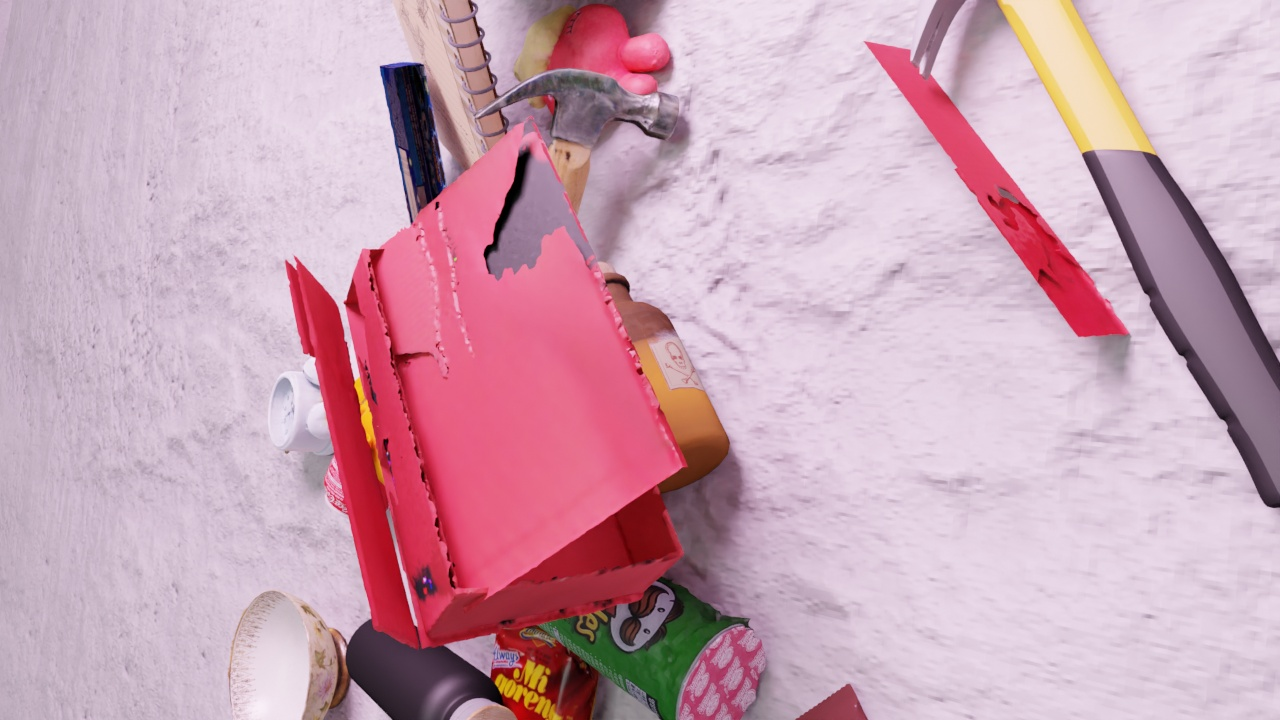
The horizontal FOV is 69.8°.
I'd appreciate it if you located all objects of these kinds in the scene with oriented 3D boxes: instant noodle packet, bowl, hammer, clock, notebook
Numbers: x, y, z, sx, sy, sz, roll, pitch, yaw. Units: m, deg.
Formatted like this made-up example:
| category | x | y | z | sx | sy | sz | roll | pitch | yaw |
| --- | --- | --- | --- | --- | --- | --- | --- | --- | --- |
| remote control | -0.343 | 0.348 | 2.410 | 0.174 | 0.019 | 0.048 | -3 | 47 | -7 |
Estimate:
| category | x | y | z | sx | sy | sz | roll | pitch | yaw |
| --- | --- | --- | --- | --- | --- | --- | --- | --- | --- |
| instant noodle packet | -0.072 | 0.247 | 0.630 | 0.099 | 0.039 | 0.135 | 5 | 86 | 50 |
| bowl | -0.304 | 0.277 | 0.816 | 0.145 | 0.063 | 0.145 | -10 | 75 | 42 |
| hammer | -0.079 | -0.040 | 0.656 | 0.033 | 0.132 | 0.331 | -123 | 46 | -67 |
| clock | -0.305 | 0.043 | 0.863 | 0.118 | 0.057 | 0.083 | -33 | 61 | 41 |
| hammer | 0.225 | -0.089 | 0.424 | 0.127 | 0.029 | 0.323 | -28 | 66 | 27 |
| notebook | -0.143 | -0.219 | 0.684 | 0.024 | 0.226 | 0.167 | -28 | 53 | -14 |

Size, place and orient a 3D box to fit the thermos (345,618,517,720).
| category | x | y | z | sx | sy | sz | roll | pitch | yaw |
| --- | --- | --- | --- | --- | --- | --- | --- | --- | --- |
| thermos | -0.145 | 0.235 | 0.644 | 0.232 | 0.061 | 0.061 | 0 | 82 | 57 |

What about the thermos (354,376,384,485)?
| category | x | y | z | sx | sy | sz | roll | pitch | yaw |
| --- | --- | --- | --- | --- | --- | --- | --- | --- | --- |
| thermos | -0.134 | 0.067 | 0.607 | 0.233 | 0.091 | 0.076 | 29 | 81 | 46 |

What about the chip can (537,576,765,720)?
| category | x | y | z | sx | sy | sz | roll | pitch | yaw |
| --- | --- | --- | --- | --- | --- | --- | --- | --- | --- |
| chip can | -0.028 | 0.152 | 0.584 | 0.223 | 0.075 | 0.075 | 21 | 97 | 43 |

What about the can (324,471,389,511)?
| category | x | y | z | sx | sy | sz | roll | pitch | yaw |
| --- | --- | --- | --- | --- | --- | --- | --- | --- | --- |
| can | -0.225 | 0.080 | 0.781 | 0.064 | 0.064 | 0.105 | 38 | 108 | 40 |

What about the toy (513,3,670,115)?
| category | x | y | z | sx | sy | sz | roll | pitch | yaw |
| --- | --- | --- | --- | --- | --- | --- | --- | --- | --- |
| toy | -0.038 | -0.218 | 0.678 | 0.135 | 0.045 | 0.092 | 24 | 97 | 31 |

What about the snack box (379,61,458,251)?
| category | x | y | z | sx | sy | sz | roll | pitch | yaw |
| --- | --- | --- | --- | --- | --- | --- | --- | --- | --- |
| snack box | -0.182 | -0.166 | 0.754 | 0.082 | 0.027 | 0.150 | -140 | 40 | -60 |

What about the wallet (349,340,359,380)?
| category | x | y | z | sx | sy | sz | roll | pitch | yaw |
| --- | --- | --- | --- | --- | --- | --- | --- | --- | --- |
| wallet | -0.221 | -0.024 | 0.822 | 0.116 | 0.032 | 0.086 | -25 | 55 | 39 |

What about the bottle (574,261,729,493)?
| category | x | y | z | sx | sy | sz | roll | pitch | yaw |
| --- | --- | --- | --- | --- | --- | --- | --- | --- | --- |
| bottle | -0.003 | 0.003 | 0.591 | 0.068 | 0.067 | 0.156 | -42 | 57 | 29 |

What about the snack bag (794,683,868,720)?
| category | x | y | z | sx | sy | sz | roll | pitch | yaw |
| --- | --- | --- | --- | --- | --- | --- | --- | --- | --- |
| snack bag | 0.128 | 0.249 | 0.463 | 0.057 | 0.013 | 0.157 | -48 | 54 | 28 |

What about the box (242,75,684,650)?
| category | x | y | z | sx | sy | sz | roll | pitch | yaw |
| --- | --- | --- | --- | --- | --- | --- | --- | --- | --- |
| box | -0.181 | -0.005 | 0.351 | 0.141 | 0.509 | 0.215 | -40 | 57 | 29 |
